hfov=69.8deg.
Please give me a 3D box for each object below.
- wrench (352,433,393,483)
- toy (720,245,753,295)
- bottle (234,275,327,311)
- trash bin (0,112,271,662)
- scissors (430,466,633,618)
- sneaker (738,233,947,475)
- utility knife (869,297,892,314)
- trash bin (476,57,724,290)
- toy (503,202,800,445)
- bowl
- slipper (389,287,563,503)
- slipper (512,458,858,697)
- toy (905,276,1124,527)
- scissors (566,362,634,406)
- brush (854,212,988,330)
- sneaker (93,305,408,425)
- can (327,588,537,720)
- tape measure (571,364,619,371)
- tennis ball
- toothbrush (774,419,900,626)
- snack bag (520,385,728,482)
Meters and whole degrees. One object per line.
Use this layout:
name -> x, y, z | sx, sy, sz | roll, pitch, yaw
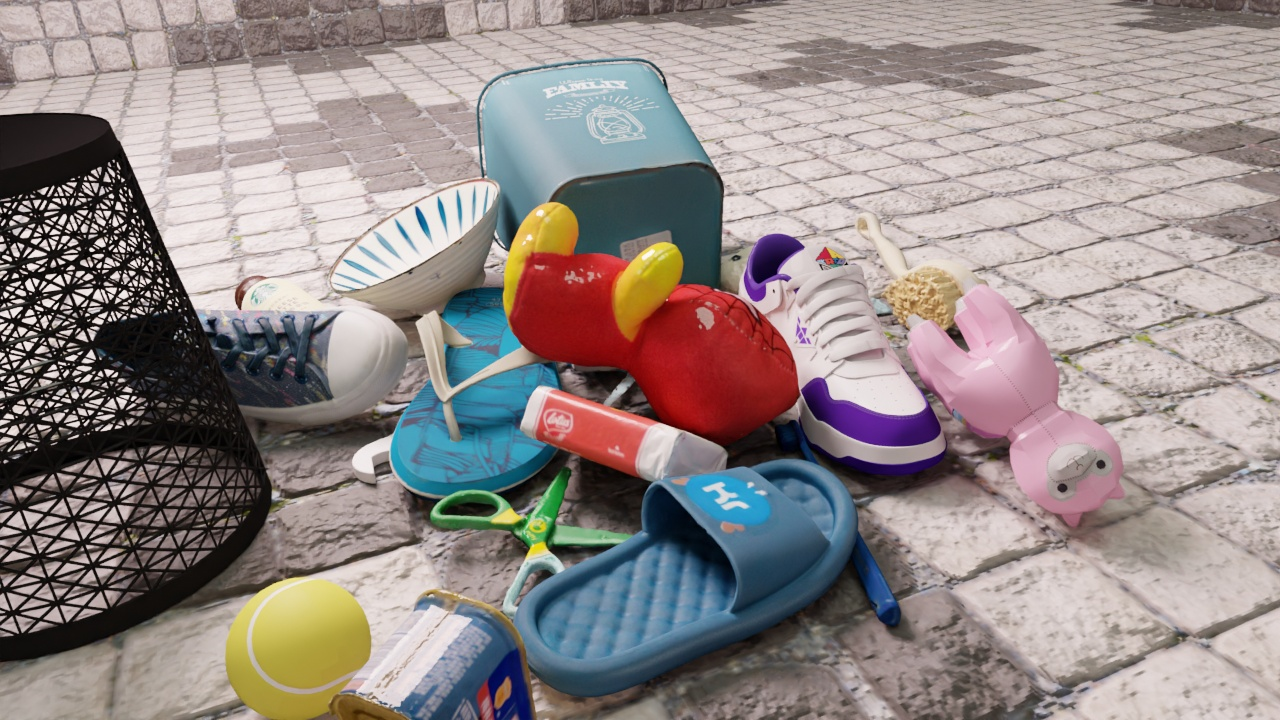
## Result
wrench -> -0.146, 0.015, 0.724 | 0.047, 0.009, 0.272 | 4, 29, 13
toy -> 0.108, -0.077, 0.839 | 0.112, 0.050, 0.087 | 19, 36, 42
bottle -> -0.298, -0.034, 0.782 | 0.056, 0.057, 0.162 | -24, 34, -35
trash bin -> -0.351, 0.001, 0.520 | 0.217, 0.244, 0.216 | -2, 28, 1
scissors -> -0.062, 0.103, 0.536 | 0.125, 0.011, 0.131 | 5, 35, -1
sneaker -> 0.139, -0.020, 0.653 | 0.091, 0.111, 0.244 | -11, 29, -16
utility knife -> 0.121, -0.043, 0.792 | 0.203, 0.020, 0.028 | -3, 58, -9
trash bin -> -0.032, -0.145, 0.840 | 0.196, 0.199, 0.218 | -11, 35, -13
toy -> 0.006, -0.015, 0.625 | 0.216, 0.148, 0.098 | 29, 78, 5
bowl -> -0.190, -0.090, 0.840 | 0.177, 0.071, 0.177 | -21, 31, 13
slipper -> -0.112, -0.001, 0.685 | 0.118, 0.060, 0.294 | 6, 29, -8
slipper -> 0.032, 0.104, 0.487 | 0.213, 0.059, 0.104 | -24, 36, -31
toy -> 0.232, 0.027, 0.574 | 0.067, 0.157, 0.123 | -35, -17, 9
scissors -> 0.001, 0.003, 0.728 | 0.127, 0.014, 0.133 | 22, 35, 39
brush -> 0.240, -0.092, 0.853 | 0.077, 0.062, 0.271 | 0, 24, -4
sneaker -> -0.288, -0.002, 0.667 | 0.236, 0.079, 0.087 | -2, 72, 14
can -> -0.080, 0.149, 0.367 | 0.054, 0.100, 0.058 | 10, 32, 24
tape measure -> -0.029, -0.015, 0.729 | 0.060, 0.020, 0.062 | -7, 30, -7
tennis ball -> -0.162, 0.136, 0.436 | 0.065, 0.065, 0.065 | -2, 28, 1
toothbrush -> 0.113, 0.089, 0.553 | 0.017, 0.016, 0.189 | -13, 29, -3
snack bag -> -0.010, 0.051, 0.581 | 0.116, 0.036, 0.077 | 16, -5, 32
